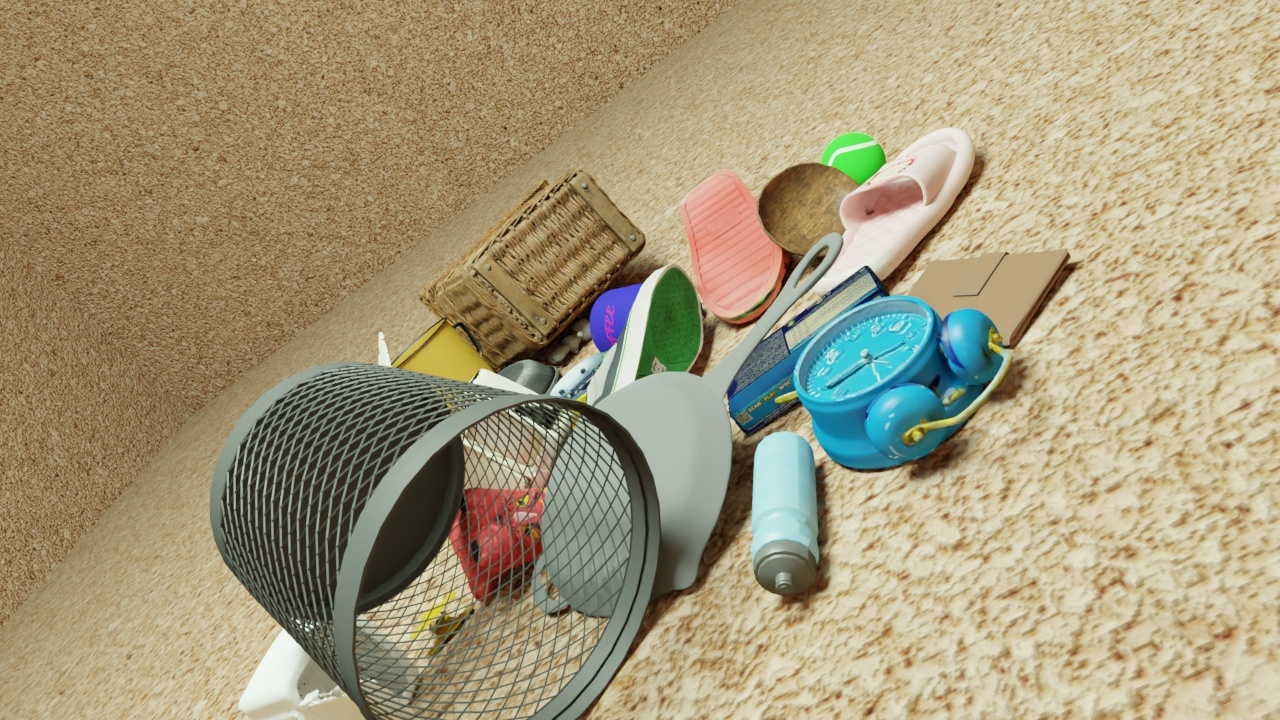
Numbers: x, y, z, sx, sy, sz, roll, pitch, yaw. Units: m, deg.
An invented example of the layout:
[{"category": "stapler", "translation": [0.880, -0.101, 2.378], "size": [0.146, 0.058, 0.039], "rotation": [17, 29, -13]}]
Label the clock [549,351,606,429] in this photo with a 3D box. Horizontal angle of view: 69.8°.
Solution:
[{"category": "clock", "translation": [-0.051, 0.034, 0.911], "size": [0.083, 0.057, 0.119], "rotation": [-44, 21, -12]}]

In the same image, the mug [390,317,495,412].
[{"category": "mug", "translation": [-0.232, 0.009, 1.102], "size": [0.101, 0.094, 0.123], "rotation": [-26, 22, 45]}]

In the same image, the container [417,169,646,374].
[{"category": "container", "translation": [-0.125, -0.120, 1.166], "size": [0.249, 0.162, 0.183], "rotation": [-47, 11, -20]}]

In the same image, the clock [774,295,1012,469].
[{"category": "clock", "translation": [0.167, 0.012, 0.588], "size": [0.116, 0.060, 0.162], "rotation": [-46, 23, -17]}]

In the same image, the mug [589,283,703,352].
[{"category": "mug", "translation": [0.015, -0.043, 0.948], "size": [0.111, 0.079, 0.084], "rotation": [-19, 8, -33]}]

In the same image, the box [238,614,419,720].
[{"category": "box", "translation": [-0.205, 0.241, 0.674], "size": [0.137, 0.109, 0.120], "rotation": [-29, 24, 28]}]

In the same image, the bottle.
[{"category": "bottle", "translation": [0.090, 0.096, 0.573], "size": [0.040, 0.040, 0.129], "rotation": [-30, 23, 24]}]

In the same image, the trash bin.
[{"category": "trash bin", "translation": [-0.144, 0.111, 0.603], "size": [0.228, 0.218, 0.217], "rotation": [13, 53, 44]}]

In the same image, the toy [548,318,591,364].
[{"category": "toy", "translation": [-0.071, -0.038, 1.131], "size": [0.111, 0.030, 0.049], "rotation": [-47, 7, -20]}]

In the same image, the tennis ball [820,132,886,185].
[{"category": "tennis ball", "translation": [0.215, -0.197, 0.930], "size": [0.065, 0.065, 0.065], "rotation": [-33, 21, 15]}]

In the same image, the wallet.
[{"category": "wallet", "translation": [0.235, -0.043, 0.655], "size": [0.087, 0.013, 0.121], "rotation": [-51, 23, -18]}]

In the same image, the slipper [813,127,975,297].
[{"category": "slipper", "translation": [0.217, -0.134, 0.812], "size": [0.107, 0.055, 0.221], "rotation": [-11, 36, 55]}]

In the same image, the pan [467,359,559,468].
[{"category": "pan", "translation": [-0.146, 0.077, 1.010], "size": [0.187, 0.055, 0.357], "rotation": [-43, 17, -10]}]

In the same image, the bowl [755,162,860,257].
[{"category": "bowl", "translation": [0.165, -0.140, 0.890], "size": [0.114, 0.102, 0.026], "rotation": [-41, -18, -21]}]

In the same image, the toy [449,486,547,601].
[{"category": "toy", "translation": [-0.114, 0.154, 0.793], "size": [0.093, 0.088, 0.133], "rotation": [-12, -15, -27]}]

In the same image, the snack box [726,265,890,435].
[{"category": "snack box", "translation": [0.132, -0.009, 0.723], "size": [0.150, 0.027, 0.082], "rotation": [-38, 21, 19]}]

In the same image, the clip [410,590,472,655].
[{"category": "clip", "translation": [-0.169, 0.223, 0.781], "size": [0.054, 0.044, 0.049], "rotation": [-49, -19, -22]}]

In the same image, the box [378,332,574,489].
[{"category": "box", "translation": [-0.163, 0.071, 0.796], "size": [0.144, 0.186, 0.070], "rotation": [110, -173, -47]}]

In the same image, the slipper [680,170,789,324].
[{"category": "slipper", "translation": [0.102, -0.117, 0.964], "size": [0.104, 0.059, 0.248], "rotation": [-30, 37, 16]}]

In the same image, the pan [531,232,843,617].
[{"category": "pan", "translation": [0.025, 0.044, 0.673], "size": [0.355, 0.024, 0.216], "rotation": [-51, 36, 8]}]

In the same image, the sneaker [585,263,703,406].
[{"category": "sneaker", "translation": [-0.005, 0.005, 0.837], "size": [0.079, 0.084, 0.234], "rotation": [-18, 38, 36]}]
